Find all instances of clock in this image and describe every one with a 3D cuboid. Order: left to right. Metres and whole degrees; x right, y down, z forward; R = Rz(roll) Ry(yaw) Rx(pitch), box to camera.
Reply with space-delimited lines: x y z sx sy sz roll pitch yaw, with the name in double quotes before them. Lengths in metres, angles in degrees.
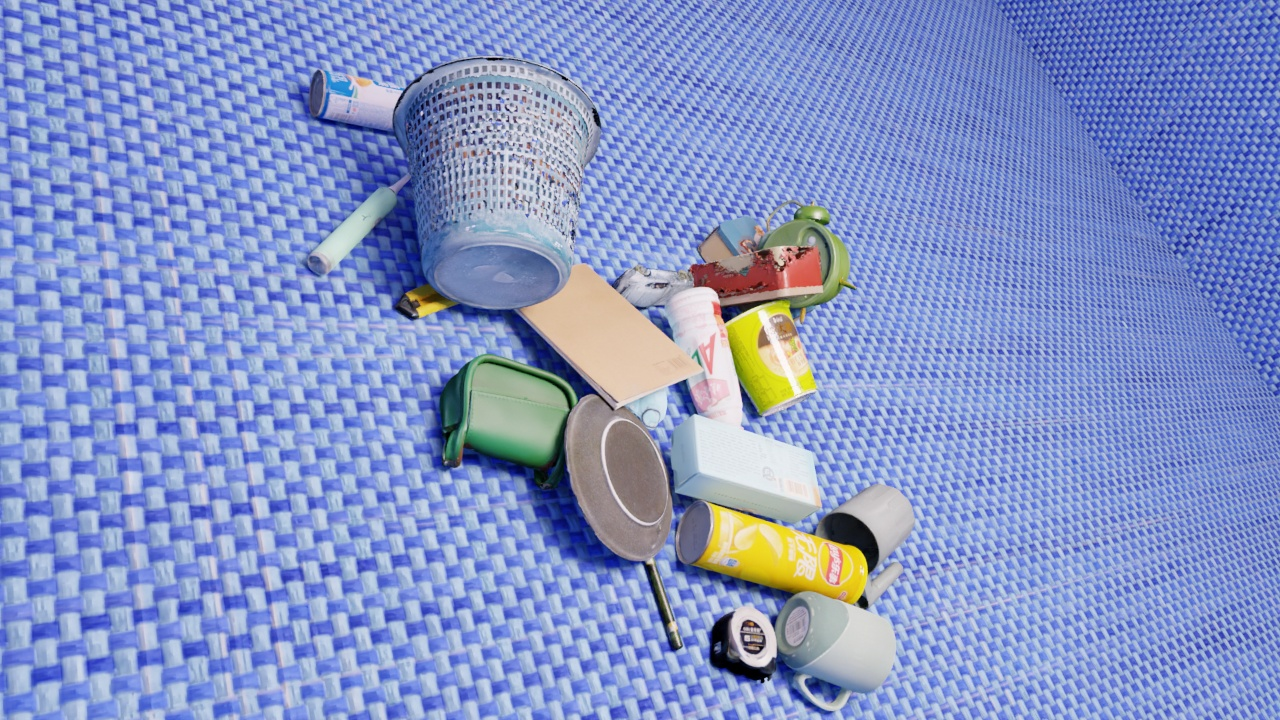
"clock" 0.214 -0.140 1.219 0.056 0.116 0.161 4 59 -49

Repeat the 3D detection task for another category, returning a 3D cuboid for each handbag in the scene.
"handbag" -0.134 0.063 0.916 0.131 0.068 0.120 21 55 -26

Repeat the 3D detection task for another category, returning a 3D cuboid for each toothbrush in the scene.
"toothbrush" -0.290 -0.162 0.996 0.027 0.027 0.223 39 42 -13
"toothbrush" 0.007 0.207 0.945 0.017 0.012 0.185 -3 60 -32

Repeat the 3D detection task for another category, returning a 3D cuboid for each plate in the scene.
"plate" -0.013 0.116 0.940 0.179 0.024 0.179 41 37 -40

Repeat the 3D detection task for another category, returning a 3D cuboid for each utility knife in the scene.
"utility knife" -0.186 -0.087 1.025 0.214 0.015 0.033 -29 80 -47

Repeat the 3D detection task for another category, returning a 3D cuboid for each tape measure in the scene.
"tape measure" 0.107 0.289 0.942 0.065 0.034 0.065 28 47 -20

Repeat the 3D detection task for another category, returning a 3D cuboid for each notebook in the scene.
"notebook" -0.046 -0.036 1.038 0.211 0.012 0.149 43 38 24

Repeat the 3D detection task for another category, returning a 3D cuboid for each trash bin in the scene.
"trash bin" -0.152 -0.169 0.970 0.226 0.227 0.194 13 60 -30

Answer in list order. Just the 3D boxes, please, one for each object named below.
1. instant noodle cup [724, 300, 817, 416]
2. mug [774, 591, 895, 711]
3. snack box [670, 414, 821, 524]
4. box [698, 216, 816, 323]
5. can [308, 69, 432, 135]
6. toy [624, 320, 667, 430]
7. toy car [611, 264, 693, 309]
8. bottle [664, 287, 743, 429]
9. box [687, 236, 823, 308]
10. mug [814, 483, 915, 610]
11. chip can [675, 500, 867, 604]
"instant noodle cup" 0.165 0.001 1.168 0.111 0.112 0.123 -14 75 -43
"mug" 0.198 0.310 0.971 0.106 0.082 0.111 25 77 -21
"snack box" 0.118 0.123 1.023 0.174 0.052 0.074 19 47 -26
"box" 0.167 -0.113 1.288 0.089 0.061 0.184 -26 74 -46
"can" -0.310 -0.298 1.067 0.134 0.053 0.053 2 57 -37
"toy" -0.006 0.006 1.066 0.156 0.050 0.161 -12 66 -50
"toy car" 0.017 -0.090 1.157 0.120 0.054 0.036 -2 57 -40
"bottle" 0.083 0.012 1.110 0.068 0.068 0.196 -2 72 -39
"box" 0.142 -0.112 1.175 0.091 0.169 0.077 -7 90 -41
"mug" 0.276 0.221 1.105 0.103 0.084 0.124 -22 100 -47
"chip can" 0.145 0.212 1.003 0.213 0.072 0.072 21 47 -24
